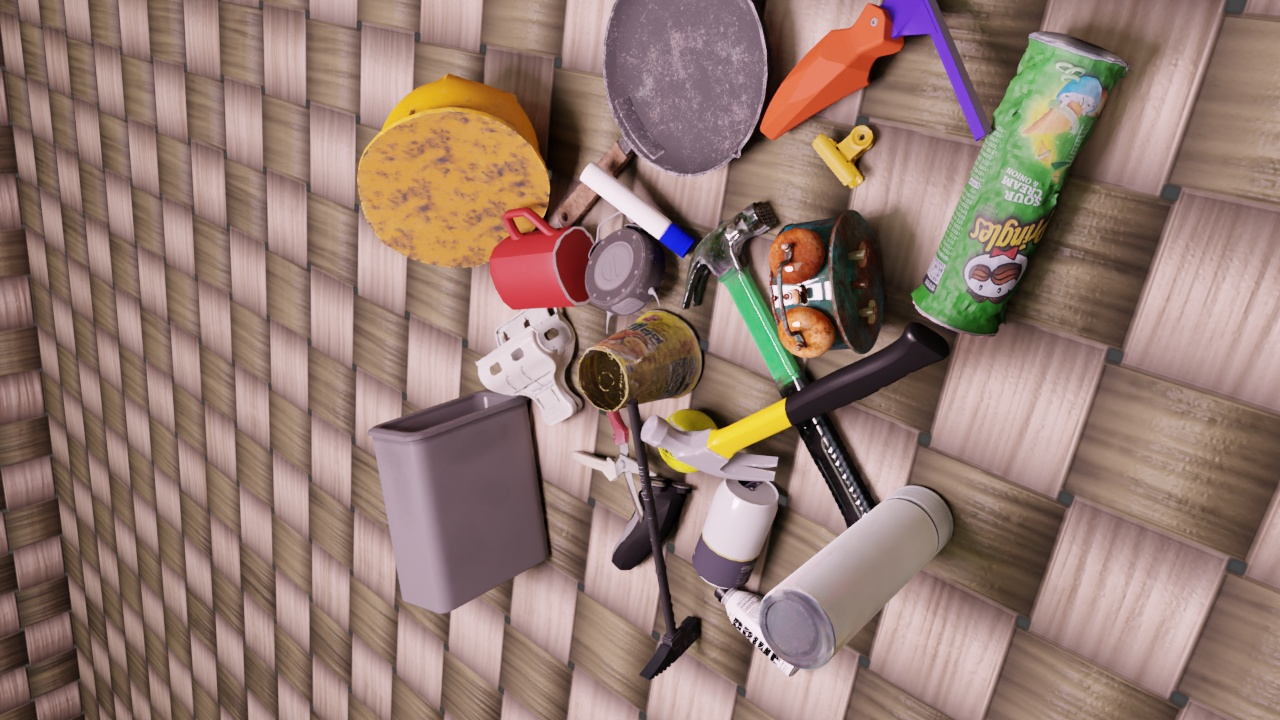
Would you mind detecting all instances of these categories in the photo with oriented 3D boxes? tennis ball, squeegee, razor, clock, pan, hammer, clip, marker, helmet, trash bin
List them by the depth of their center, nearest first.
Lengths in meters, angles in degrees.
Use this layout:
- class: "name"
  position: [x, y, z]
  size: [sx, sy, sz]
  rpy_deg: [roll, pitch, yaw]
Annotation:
- class: "squeegee"
  position: [0.165, -0.245, 0.768]
  size: [0.185, 0.055, 0.249]
  rpy_deg: [-36, 62, 49]
- class: "clock"
  position: [0.156, -0.061, 0.769]
  size: [0.073, 0.157, 0.121]
  rpy_deg: [-3, 100, 34]
- class: "hammer"
  position: [0.134, 0.042, 0.798]
  size: [0.127, 0.029, 0.325]
  rpy_deg: [29, 146, -20]
- class: "clip"
  position: [0.180, -0.183, 0.802]
  size: [0.054, 0.046, 0.048]
  rpy_deg: [57, 155, 15]
- class: "hammer"
  position: [0.142, 0.015, 0.889]
  size: [0.131, 0.032, 0.318]
  rpy_deg: [-34, 80, 40]
- class: "pan"
  position: [0.007, -0.242, 0.930]
  size: [0.207, 0.040, 0.358]
  rpy_deg: [58, 138, 10]
- class: "marker"
  position: [-0.003, -0.154, 0.939]
  size: [0.133, 0.023, 0.027]
  rpy_deg: [38, 165, 4]
- class: "hammer"
  position: [0.011, 0.189, 0.960]
  size: [0.015, 0.094, 0.325]
  rpy_deg: [12, 122, 38]
- class: "tennis ball"
  position: [0.051, 0.084, 0.962]
  size: [0.065, 0.065, 0.065]
  rpy_deg: [13, 110, 38]
- class: "clock"
  position: [-0.014, -0.097, 0.971]
  size: [0.091, 0.043, 0.122]
  rpy_deg: [-26, 56, 34]
- class: "helmet"
  position: [-0.205, -0.232, 1.038]
  size: [0.256, 0.205, 0.131]
  rpy_deg: [131, 147, -52]
- class: "razor"
  position: [0.005, 0.190, 1.044]
  size: [0.060, 0.057, 0.156]
  rpy_deg: [-114, 39, -51]
- class: "clip"
  position: [-0.134, 0.010, 1.095]
  size: [0.127, 0.110, 0.150]
  rpy_deg: [-28, 72, 44]
- class: "trash bin"
  position: [-0.217, 0.167, 1.135]
  size: [0.098, 0.191, 0.220]
  rpy_deg: [3, 106, 40]

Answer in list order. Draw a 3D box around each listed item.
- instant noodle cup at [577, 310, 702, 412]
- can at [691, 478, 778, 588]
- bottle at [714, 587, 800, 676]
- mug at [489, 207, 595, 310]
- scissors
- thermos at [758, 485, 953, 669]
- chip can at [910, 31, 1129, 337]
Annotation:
- class: "instant noodle cup"
  position: [-0.006, 0.006, 0.960]
  size: [0.102, 0.108, 0.102]
  rpy_deg: [14, 113, 36]
- class: "can"
  position: [0.099, 0.171, 0.945]
  size: [0.064, 0.064, 0.128]
  rpy_deg: [33, 122, 30]
- class: "bottle"
  position: [0.126, 0.278, 0.968]
  size: [0.116, 0.041, 0.041]
  rpy_deg: [39, 124, 26]
- class: "mug"
  position: [-0.110, -0.116, 1.021]
  size: [0.097, 0.080, 0.116]
  rpy_deg: [-1, 123, 37]
- class: "scissors"
  position: [-0.038, 0.101, 1.047]
  size: [0.180, 0.015, 0.199]
  rpy_deg: [-45, 53, 51]
- class: "thermos"
  position: [0.185, 0.172, 0.760]
  size: [0.068, 0.229, 0.068]
  rpy_deg: [14, 112, 36]
- class: "chip can"
  position: [0.284, -0.130, 0.697]
  size: [0.075, 0.075, 0.224]
  rpy_deg: [34, 121, 30]
